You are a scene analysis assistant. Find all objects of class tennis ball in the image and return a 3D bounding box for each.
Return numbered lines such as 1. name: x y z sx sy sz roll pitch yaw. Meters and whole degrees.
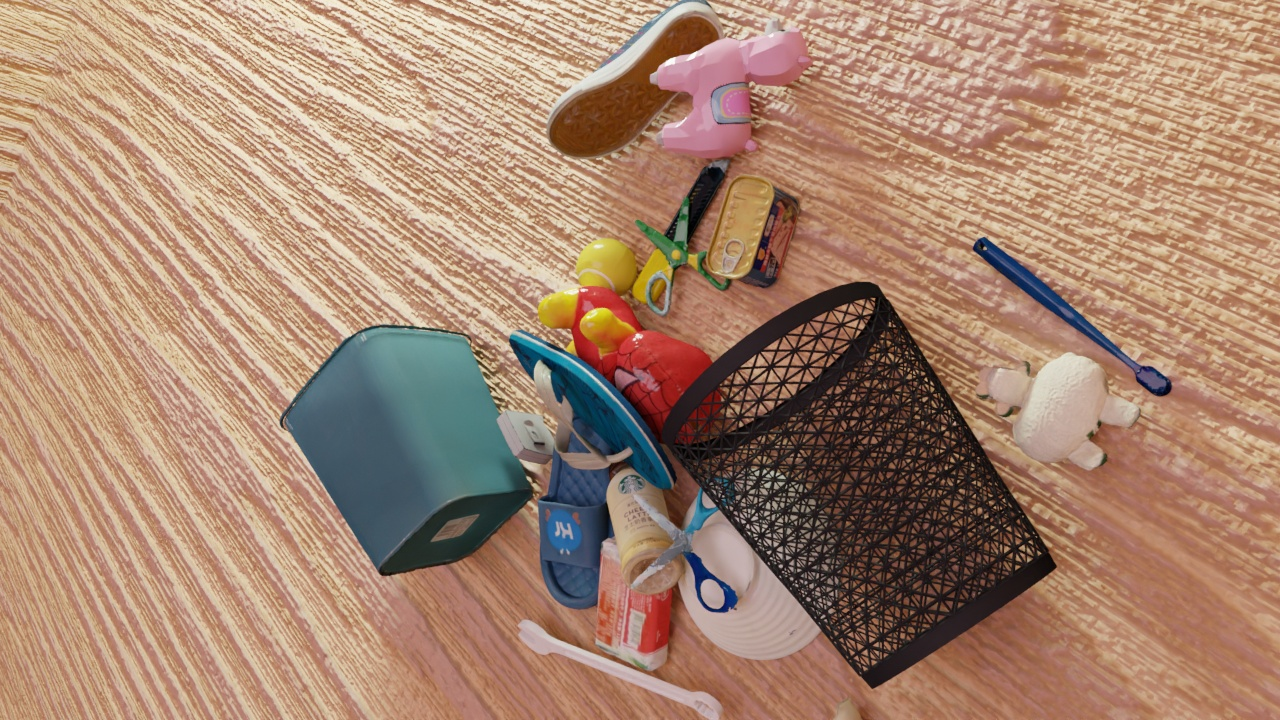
1. tennis ball: -0.036 -0.098 0.984 0.065 0.065 0.065 -7 78 36

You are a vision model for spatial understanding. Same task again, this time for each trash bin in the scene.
1. trash bin: -0.255 0.106 1.047 0.200 0.196 0.218 -44 65 24
2. trash bin: 0.172 0.102 0.715 0.217 0.216 0.243 -44 66 23

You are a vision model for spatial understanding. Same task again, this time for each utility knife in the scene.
1. utility knife: 0.043 -0.136 0.960 0.029 0.020 0.174 34 103 15

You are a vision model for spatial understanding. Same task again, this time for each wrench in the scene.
1. wrench: -0.030 0.307 0.918 0.274 0.009 0.047 5 129 42

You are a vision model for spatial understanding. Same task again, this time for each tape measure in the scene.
1. tape measure: -0.123 0.084 1.022 0.020 0.060 0.062 -44 59 23

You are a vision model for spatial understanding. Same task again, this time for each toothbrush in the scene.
1. toothbrush: 0.336 -0.038 0.725 0.016 0.017 0.190 -51 57 18

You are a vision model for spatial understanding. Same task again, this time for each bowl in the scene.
1. bowl: 0.088 0.187 0.840 0.178 0.070 0.177 -7 79 36

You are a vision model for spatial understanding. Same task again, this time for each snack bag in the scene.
1. snack bag: -0.006 0.240 0.909 0.077 0.036 0.116 12 104 38

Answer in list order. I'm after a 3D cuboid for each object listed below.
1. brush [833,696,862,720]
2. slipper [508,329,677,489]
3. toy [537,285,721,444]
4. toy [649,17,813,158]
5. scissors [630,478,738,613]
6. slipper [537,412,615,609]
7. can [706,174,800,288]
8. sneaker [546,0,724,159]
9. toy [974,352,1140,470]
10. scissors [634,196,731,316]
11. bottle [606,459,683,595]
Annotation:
1. brush: 0.090 0.351 0.827 0.273 0.062 0.077 -20 65 37
2. slipper: -0.071 0.046 0.912 0.060 0.118 0.295 -33 35 -19
3. toy: -0.005 0.005 0.912 0.098 0.147 0.216 -46 52 -11
4. toy: 0.092 -0.267 0.912 0.158 0.067 0.123 -4 102 16
5. scissors: 0.044 0.160 0.798 0.127 0.014 0.133 -37 79 -9
6. slipper: -0.072 0.154 0.975 0.104 0.059 0.213 -7 77 38
7. can: 0.109 -0.122 0.883 0.054 0.059 0.100 20 94 37
8. sneaker: -0.006 -0.308 1.002 0.236 0.087 0.079 -31 34 30
9. toy: 0.319 0.036 0.704 0.112 0.050 0.087 29 100 40
10. scissors: 0.035 -0.102 0.947 0.125 0.011 0.128 41 103 19
11. bottle: -0.001 0.150 0.884 0.057 0.056 0.162 -51 26 19
